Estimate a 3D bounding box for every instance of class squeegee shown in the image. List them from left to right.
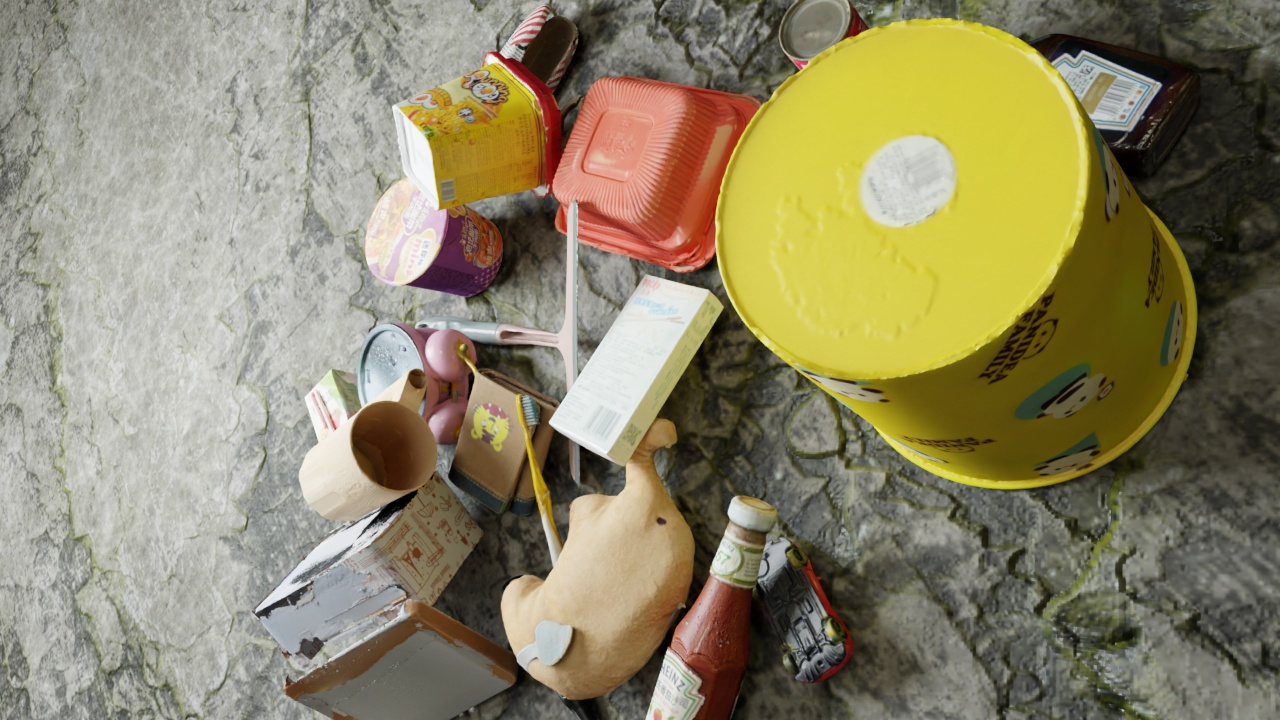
[{"bbox_3d":[-0.132,-0.025,0.880,0.250,0.040,0.248,7,100,42],"label":"squeegee"}]

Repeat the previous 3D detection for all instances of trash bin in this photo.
[{"bbox_3d":[0.183,-0.052,0.537,0.230,0.255,0.229,-10,72,33],"label":"trash bin"}]

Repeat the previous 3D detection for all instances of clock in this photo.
[{"bbox_3d":[-0.208,0.023,0.890,0.159,0.059,0.117,9,101,42],"label":"clock"}]

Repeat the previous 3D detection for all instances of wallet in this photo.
[{"bbox_3d":[-0.123,0.075,0.825,0.090,0.033,0.115,26,110,19],"label":"wallet"}]

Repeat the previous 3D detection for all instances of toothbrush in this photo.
[{"bbox_3d":[-0.078,0.121,0.783,0.018,0.016,0.191,-12,92,20],"label":"toothbrush"},{"bbox_3d":[-0.058,0.270,0.761,0.026,0.027,0.212,-28,57,-14],"label":"toothbrush"}]

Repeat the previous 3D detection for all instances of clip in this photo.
[{"bbox_3d":[-0.070,-0.208,0.890,0.061,0.034,0.097,45,109,33],"label":"clip"}]

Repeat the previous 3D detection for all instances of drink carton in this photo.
[{"bbox_3d":[-0.315,0.072,0.977,0.054,0.045,0.122,-42,58,20],"label":"drink carton"}]

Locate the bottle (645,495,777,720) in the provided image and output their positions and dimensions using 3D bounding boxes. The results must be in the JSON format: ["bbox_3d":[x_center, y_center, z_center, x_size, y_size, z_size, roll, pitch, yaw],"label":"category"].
[{"bbox_3d":[0.054,0.199,0.665,0.060,0.059,0.206,22,100,36],"label":"bottle"}]

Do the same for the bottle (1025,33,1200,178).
[{"bbox_3d":[0.275,-0.190,0.641,0.195,0.044,0.080,33,89,37],"label":"bottle"}]

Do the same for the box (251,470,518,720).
[{"bbox_3d":[-0.213,0.240,0.834,0.183,0.156,0.192,-30,104,25],"label":"box"}]

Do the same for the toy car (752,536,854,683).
[{"bbox_3d":[0.114,0.178,0.662,0.049,0.031,0.106,-46,45,21],"label":"toy car"}]

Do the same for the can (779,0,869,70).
[{"bbox_3d":[0.154,-0.214,0.674,0.053,0.132,0.053,-10,73,33],"label":"can"}]

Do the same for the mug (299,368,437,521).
[{"bbox_3d":[-0.242,0.076,0.829,0.104,0.084,0.124,-29,39,39],"label":"mug"}]

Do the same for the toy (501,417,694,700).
[{"bbox_3d":[-0.017,0.158,0.728,0.143,0.082,0.226,34,86,30],"label":"toy"}]

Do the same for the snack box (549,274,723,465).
[{"bbox_3d":[-0.005,0.004,0.759,0.085,0.027,0.156,21,75,48],"label":"snack box"}]

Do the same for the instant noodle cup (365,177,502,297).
[{"bbox_3d":[-0.198,-0.116,0.912,0.112,0.099,0.111,-9,75,34],"label":"instant noodle cup"}]

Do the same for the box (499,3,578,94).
[{"bbox_3d":[-0.136,-0.288,0.926,0.164,0.080,0.075,-55,50,14],"label":"box"}]

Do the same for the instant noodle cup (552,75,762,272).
[{"bbox_3d":[0.002,-0.174,0.803,0.189,0.079,0.164,21,90,35],"label":"instant noodle cup"}]

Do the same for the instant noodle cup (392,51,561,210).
[{"bbox_3d":[-0.149,-0.202,0.838,0.123,0.116,0.116,-26,53,-24],"label":"instant noodle cup"}]
